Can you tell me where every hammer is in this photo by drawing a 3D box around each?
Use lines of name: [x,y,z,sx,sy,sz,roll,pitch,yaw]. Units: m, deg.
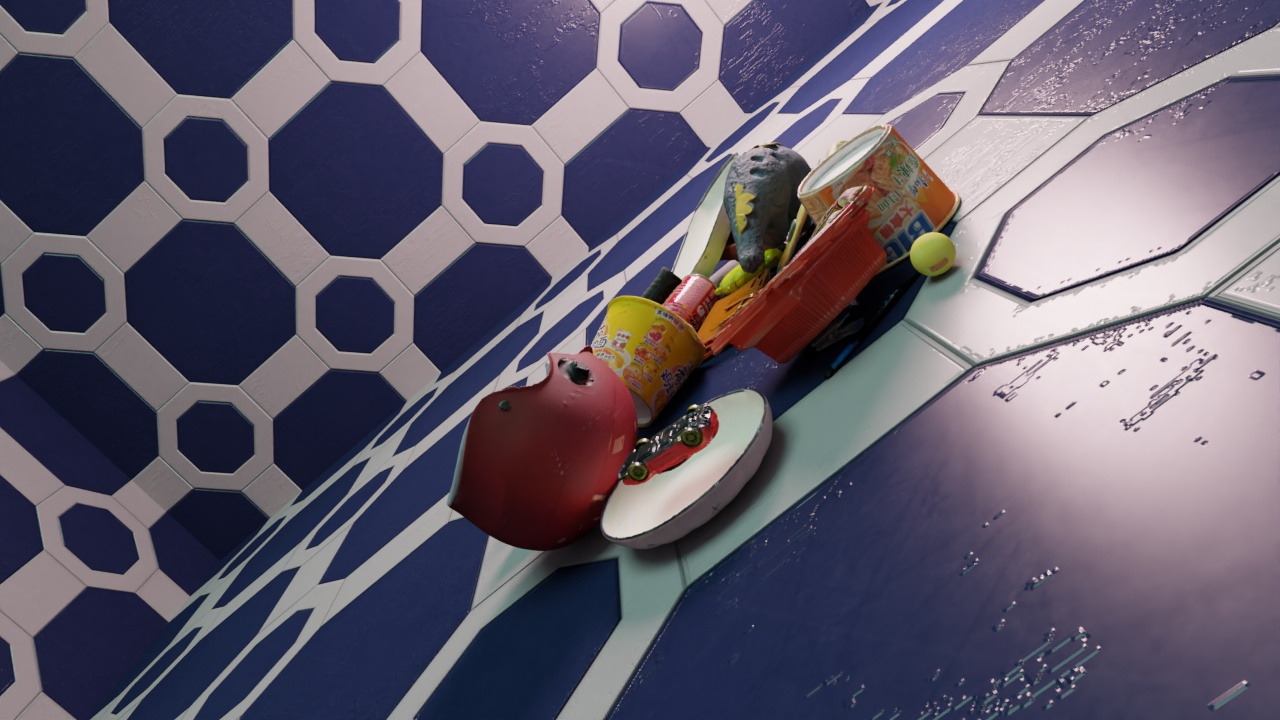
hammer: [-0.050,0.001,1.225,0.301,0.033,0.128,-51,-20,7]

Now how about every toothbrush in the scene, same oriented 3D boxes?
toothbrush: [0.229,-0.052,0.873,0.189,0.016,0.014,-47,7,-17]

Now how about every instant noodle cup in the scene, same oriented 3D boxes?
instant noodle cup: [0.165,-0.072,0.909,0.188,0.079,0.165,-43,-5,-33]
instant noodle cup: [0.251,-0.176,0.998,0.151,0.111,0.151,-38,14,11]
instant noodle cup: [-0.007,0.006,1.109,0.138,0.138,0.109,-20,33,57]

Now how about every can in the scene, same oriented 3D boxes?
can: [0.063,-0.068,1.272,0.067,0.066,0.093,-26,20,48]

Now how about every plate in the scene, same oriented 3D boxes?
plate: [0.105,-0.196,1.400,0.162,0.034,0.265,-44,22,60]
plate: [0.048,0.104,0.833,0.192,0.039,0.192,-38,14,11]

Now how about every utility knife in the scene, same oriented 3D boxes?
utility knife: [0.198,-0.169,1.140,0.191,0.020,0.030,110,169,-48]

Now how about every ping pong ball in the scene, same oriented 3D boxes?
ping pong ball: [0.271,-0.098,0.849,0.040,0.040,0.040,-39,14,11]

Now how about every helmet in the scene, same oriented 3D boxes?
helmet: [-0.077,0.101,0.953,0.239,0.144,0.207,-37,-22,-46]

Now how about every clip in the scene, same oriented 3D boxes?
clip: [0.191,-0.028,0.900,0.058,0.043,0.026,-38,15,31]

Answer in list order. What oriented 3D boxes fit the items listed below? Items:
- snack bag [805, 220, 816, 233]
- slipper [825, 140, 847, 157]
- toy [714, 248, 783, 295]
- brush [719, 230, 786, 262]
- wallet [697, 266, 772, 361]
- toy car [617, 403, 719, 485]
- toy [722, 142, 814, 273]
snack bag: [0.266,-0.217,1.265,0.104,0.026,0.048,-49,-5,-25]
slipper: [0.264,-0.208,1.162,0.190,0.092,0.082,-70,-10,-46]
toy: [0.149,-0.122,1.255,0.097,0.031,0.099,-36,-2,43]
brush: [0.152,-0.174,1.367,0.069,0.063,0.146,-30,10,-13]
wallet: [0.121,-0.059,1.168,0.119,0.035,0.130,-39,11,39]
toy car: [0.024,0.079,0.817,0.106,0.031,0.049,-33,15,23]
toy: [0.183,-0.227,1.248,0.092,0.138,0.355,-35,3,39]
